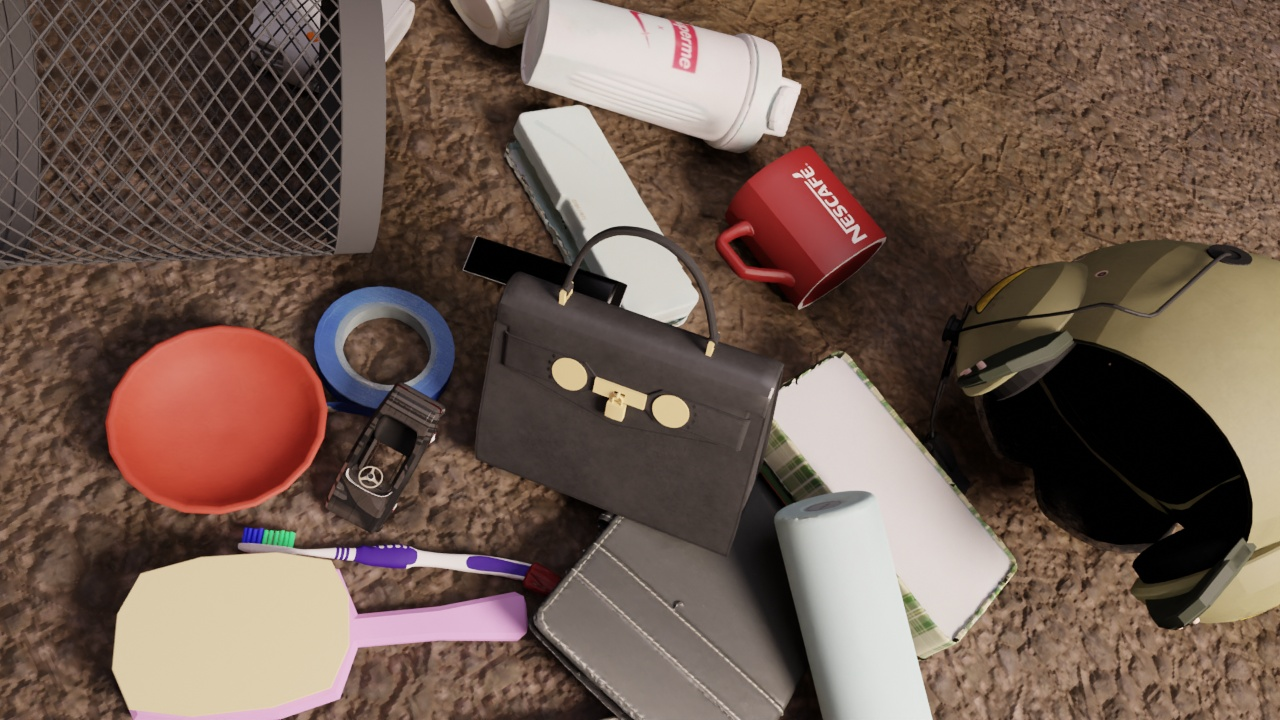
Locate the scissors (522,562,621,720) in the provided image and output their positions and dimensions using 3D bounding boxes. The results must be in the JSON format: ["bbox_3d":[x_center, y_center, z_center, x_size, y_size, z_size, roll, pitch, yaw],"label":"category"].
[{"bbox_3d":[-0.008,0.202,0.568,0.198,0.015,0.178,48,53,6],"label":"scissors"}]

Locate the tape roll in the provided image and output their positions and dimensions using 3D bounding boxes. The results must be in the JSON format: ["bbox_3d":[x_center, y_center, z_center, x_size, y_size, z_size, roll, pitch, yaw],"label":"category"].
[{"bbox_3d":[-0.174,-0.006,0.626,0.091,0.016,0.093,2,64,-16],"label":"tape roll"}]

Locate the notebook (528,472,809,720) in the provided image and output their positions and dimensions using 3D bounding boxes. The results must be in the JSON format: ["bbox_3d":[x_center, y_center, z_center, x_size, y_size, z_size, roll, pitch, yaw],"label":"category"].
[{"bbox_3d":[0.045,0.148,0.598,0.169,0.030,0.208,42,49,4],"label":"notebook"}]

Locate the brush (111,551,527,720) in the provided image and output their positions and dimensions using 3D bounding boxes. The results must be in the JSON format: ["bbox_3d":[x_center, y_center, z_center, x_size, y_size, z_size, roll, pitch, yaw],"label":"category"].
[{"bbox_3d":[-0.177,0.155,0.531,0.228,0.043,0.089,-1,65,-17],"label":"brush"}]

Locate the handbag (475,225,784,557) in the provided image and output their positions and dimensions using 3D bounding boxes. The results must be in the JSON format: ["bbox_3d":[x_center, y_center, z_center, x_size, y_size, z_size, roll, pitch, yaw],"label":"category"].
[{"bbox_3d":[-0.003,0.003,0.542,0.176,0.196,0.072,20,46,10],"label":"handbag"}]

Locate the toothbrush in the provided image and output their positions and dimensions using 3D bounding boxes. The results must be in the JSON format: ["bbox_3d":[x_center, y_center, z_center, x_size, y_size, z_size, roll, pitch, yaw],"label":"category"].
[{"bbox_3d":[-0.151,0.122,0.571,0.186,0.015,0.016,9,69,-14],"label":"toothbrush"}]

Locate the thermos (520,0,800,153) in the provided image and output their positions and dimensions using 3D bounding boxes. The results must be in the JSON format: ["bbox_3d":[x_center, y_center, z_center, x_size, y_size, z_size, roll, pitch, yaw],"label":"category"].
[{"bbox_3d":[0.019,-0.229,0.737,0.220,0.100,0.099,8,62,-23],"label":"thermos"}]

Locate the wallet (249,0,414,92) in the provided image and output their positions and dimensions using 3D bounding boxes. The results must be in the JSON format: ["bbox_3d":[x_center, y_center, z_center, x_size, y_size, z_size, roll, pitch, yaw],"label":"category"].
[{"bbox_3d":[-0.255,-0.265,0.717,0.115,0.038,0.118,23,57,-5],"label":"wallet"}]

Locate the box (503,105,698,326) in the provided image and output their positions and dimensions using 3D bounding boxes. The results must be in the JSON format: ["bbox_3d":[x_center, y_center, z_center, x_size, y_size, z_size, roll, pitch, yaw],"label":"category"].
[{"bbox_3d":[-0.029,-0.109,0.704,0.083,0.067,0.199,-29,74,-7],"label":"box"}]

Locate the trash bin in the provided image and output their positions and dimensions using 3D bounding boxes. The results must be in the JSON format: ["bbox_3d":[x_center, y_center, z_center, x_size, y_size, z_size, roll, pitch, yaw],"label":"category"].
[{"bbox_3d":[-0.284,-0.162,0.560,0.227,0.218,0.217,-2,65,-22],"label":"trash bin"}]

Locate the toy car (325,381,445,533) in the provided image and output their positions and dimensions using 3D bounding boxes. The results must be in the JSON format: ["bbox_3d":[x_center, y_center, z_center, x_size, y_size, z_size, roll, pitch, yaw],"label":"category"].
[{"bbox_3d":[-0.159,0.061,0.570,0.040,0.037,0.092,30,93,-3],"label":"toy car"}]

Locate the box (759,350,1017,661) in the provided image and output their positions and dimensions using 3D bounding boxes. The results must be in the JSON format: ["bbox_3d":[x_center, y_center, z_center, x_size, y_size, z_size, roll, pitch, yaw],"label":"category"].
[{"bbox_3d":[0.163,0.097,0.647,0.117,0.050,0.205,-29,75,-41],"label":"box"}]

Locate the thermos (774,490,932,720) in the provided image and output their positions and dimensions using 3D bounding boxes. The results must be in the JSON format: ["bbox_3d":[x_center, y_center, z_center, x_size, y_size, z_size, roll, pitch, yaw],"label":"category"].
[{"bbox_3d":[0.138,0.188,0.567,0.078,0.065,0.207,-14,90,7],"label":"thermos"}]

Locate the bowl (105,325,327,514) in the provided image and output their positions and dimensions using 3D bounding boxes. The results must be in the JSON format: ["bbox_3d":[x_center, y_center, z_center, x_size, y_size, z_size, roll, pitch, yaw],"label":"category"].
[{"bbox_3d":[-0.257,0.040,0.567,0.122,0.035,0.121,7,63,-14],"label":"bowl"}]

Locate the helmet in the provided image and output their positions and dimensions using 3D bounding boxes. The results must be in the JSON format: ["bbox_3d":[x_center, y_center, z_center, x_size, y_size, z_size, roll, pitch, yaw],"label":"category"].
[{"bbox_3d":[0.327,0.040,0.609,0.232,0.256,0.250,-32,79,-25],"label":"helmet"}]

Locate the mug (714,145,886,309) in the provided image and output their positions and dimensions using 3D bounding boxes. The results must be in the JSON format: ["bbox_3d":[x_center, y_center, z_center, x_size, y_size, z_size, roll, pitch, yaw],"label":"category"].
[{"bbox_3d":[0.118,-0.097,0.726,0.116,0.081,0.096,-32,77,-21],"label":"mug"}]

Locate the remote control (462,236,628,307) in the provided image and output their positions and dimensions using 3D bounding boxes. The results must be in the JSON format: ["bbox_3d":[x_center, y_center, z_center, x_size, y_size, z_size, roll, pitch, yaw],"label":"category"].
[{"bbox_3d":[-0.070,-0.061,0.659,0.124,0.012,0.028,19,84,15],"label":"remote control"}]

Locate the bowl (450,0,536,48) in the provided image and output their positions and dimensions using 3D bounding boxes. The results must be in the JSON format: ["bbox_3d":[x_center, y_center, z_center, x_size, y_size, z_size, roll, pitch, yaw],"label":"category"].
[{"bbox_3d":[-0.115,-0.307,0.743,0.062,0.115,0.115,-41,81,-14],"label":"bowl"}]
